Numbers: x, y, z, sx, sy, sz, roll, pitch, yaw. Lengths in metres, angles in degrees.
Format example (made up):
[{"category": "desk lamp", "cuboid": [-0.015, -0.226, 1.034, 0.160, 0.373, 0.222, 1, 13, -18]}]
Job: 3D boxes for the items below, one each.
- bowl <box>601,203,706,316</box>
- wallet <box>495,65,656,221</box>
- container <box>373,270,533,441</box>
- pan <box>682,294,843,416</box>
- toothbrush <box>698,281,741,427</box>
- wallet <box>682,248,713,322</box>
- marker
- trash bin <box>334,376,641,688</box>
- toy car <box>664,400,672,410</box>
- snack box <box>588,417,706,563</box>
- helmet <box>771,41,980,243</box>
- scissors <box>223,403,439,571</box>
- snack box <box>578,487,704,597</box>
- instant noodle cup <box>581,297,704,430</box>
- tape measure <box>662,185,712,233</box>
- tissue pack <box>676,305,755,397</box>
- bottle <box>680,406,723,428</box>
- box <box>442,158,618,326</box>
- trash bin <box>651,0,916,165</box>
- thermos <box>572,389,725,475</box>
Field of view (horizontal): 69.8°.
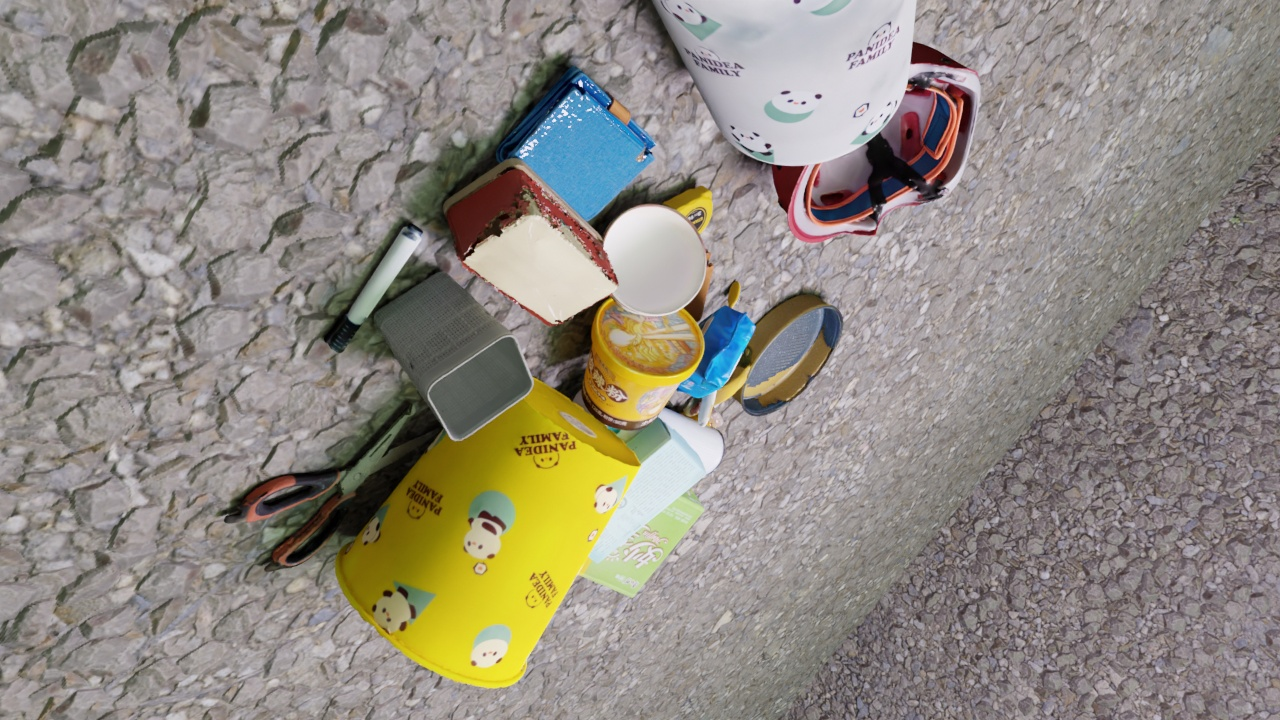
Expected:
[{"category": "bowl", "cuboid": [0.006, -0.100, 0.946, 0.113, 0.113, 0.062, -38, -171, -13]}, {"category": "wallet", "cuboid": [-0.054, -0.189, 0.819, 0.106, 0.040, 0.133, -44, 149, 13]}, {"category": "container", "cuboid": [-0.169, -0.009, 0.815, 0.090, 0.114, 0.090, -36, 147, -17]}, {"category": "pan", "cuboid": [0.163, 0.015, 1.260, 0.356, 0.078, 0.198, -11, 134, -43]}, {"category": "toothbrush", "cuboid": [0.099, -0.008, 1.135, 0.018, 0.016, 0.191, 35, 66, -57]}, {"category": "wallet", "cuboid": [0.021, -0.068, 1.047, 0.131, 0.031, 0.108, -22, 143, -29]}, {"category": "marker", "cuboid": [-0.227, -0.061, 0.780, 0.022, 0.018, 0.131, 24, 108, -47]}, {"category": "trash bin", "cuboid": [-0.145, 0.158, 0.947, 0.255, 0.229, 0.229, -55, 148, 4]}, {"category": "toy car", "cuboid": [-0.003, 0.057, 1.157, 0.106, 0.031, 0.049, 22, 111, -45]}, {"category": "snack box", "cuboid": [-0.015, 0.151, 1.061, 0.175, 0.051, 0.074, -40, 124, 6]}, {"category": "helmet", "cuboid": [0.233, -0.246, 0.994, 0.240, 0.144, 0.207, -27, 145, -4]}, {"category": "scissors", "cuboid": [-0.302, 0.128, 0.909, 0.226, 0.015, 0.189, -13, 136, -41]}, {"category": "snack box", "cuboid": [-0.049, 0.187, 1.142, 0.210, 0.070, 0.158, 31, 102, -30]}, {"category": "instant noodle cup", "cuboid": [-0.006, 0.006, 0.985, 0.118, 0.118, 0.115, -21, 152, -34]}, {"category": "tape measure", "cuboid": [0.048, -0.157, 0.981, 0.059, 0.029, 0.057, -31, 144, -23]}, {"category": "tissue pack", "cuboid": [0.081, -0.006, 1.062, 0.095, 0.052, 0.157, -60, -175, -11]}, {"category": "bottle", "cuboid": [0.030, 0.126, 1.242, 0.189, 0.068, 0.068, -36, 147, -15]}, {"category": "box", "cuboid": [-0.090, -0.095, 0.821, 0.091, 0.080, 0.168, -30, 151, 14]}, {"category": "trash bin", "cuboid": [0.117, -0.301, 0.733, 0.229, 0.229, 0.252, -44, 154, -2]}, {"category": "thermos", "cuboid": [0.009, 0.085, 1.116, 0.224, 0.073, 0.073, 25, 107, -44]}]
